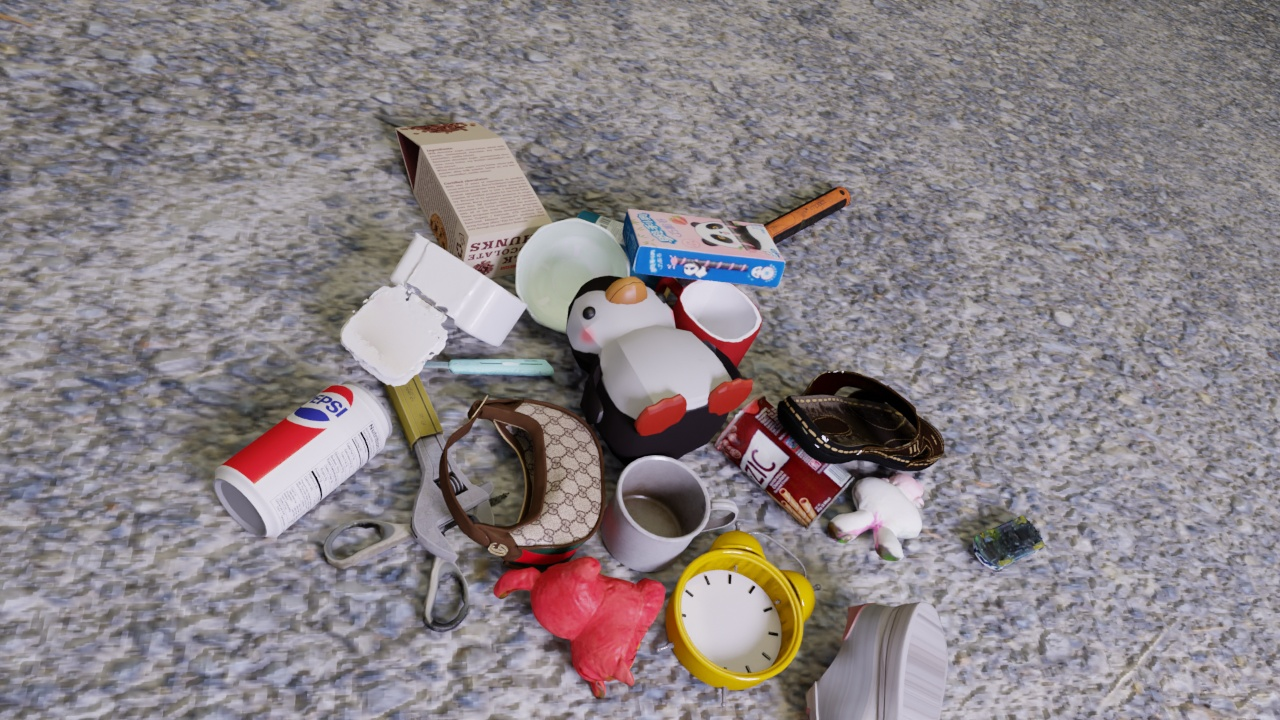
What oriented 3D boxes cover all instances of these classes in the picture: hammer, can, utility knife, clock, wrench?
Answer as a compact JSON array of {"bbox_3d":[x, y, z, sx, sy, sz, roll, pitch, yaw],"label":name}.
[{"bbox_3d":[0.170,-0.148,1.128,0.313,0.035,0.138,-30,68,-37],"label":"hammer"},{"bbox_3d":[-0.272,0.078,0.747,0.070,0.070,0.131,37,49,10],"label":"can"},{"bbox_3d":[-0.152,0.007,0.881,0.141,0.015,0.022,1,36,-27],"label":"utility knife"},{"bbox_3d":[0.087,0.213,0.791,0.113,0.052,0.151,37,54,11],"label":"clock"},{"bbox_3d":[-0.200,0.057,0.819,0.083,0.018,0.273,-9,54,-37],"label":"wrench"}]

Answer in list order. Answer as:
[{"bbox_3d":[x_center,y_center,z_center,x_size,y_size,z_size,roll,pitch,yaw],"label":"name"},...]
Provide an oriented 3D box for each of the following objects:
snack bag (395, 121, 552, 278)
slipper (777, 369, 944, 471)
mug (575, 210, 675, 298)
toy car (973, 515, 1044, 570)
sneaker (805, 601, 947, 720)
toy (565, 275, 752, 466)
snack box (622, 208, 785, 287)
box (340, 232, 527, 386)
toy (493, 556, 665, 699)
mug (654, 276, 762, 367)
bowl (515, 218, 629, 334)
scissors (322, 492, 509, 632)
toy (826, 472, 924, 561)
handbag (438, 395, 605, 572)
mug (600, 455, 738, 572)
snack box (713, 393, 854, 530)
[{"bbox_3d":[-0.187,-0.190,1.000,0.094,0.070,0.206,-14,59,-30],"label":"snack bag"},{"bbox_3d":[0.233,0.057,0.907,0.267,0.076,0.113,9,36,-48],"label":"slipper"},{"bbox_3d":[-0.019,-0.115,1.004,0.121,0.078,0.078,23,48,4],"label":"mug"},{"bbox_3d":[0.373,0.188,0.935,0.089,0.027,0.038,-12,61,-30],"label":"toy car"},{"bbox_3d":[0.174,0.305,0.737,0.099,0.090,0.235,39,61,-34],"label":"sneaker"},{"bbox_3d":[-0.005,0.005,0.866,0.158,0.140,0.184,-14,56,-29],"label":"toy"},{"bbox_3d":[0.062,-0.116,0.941,0.154,0.033,0.087,4,33,-13],"label":"snack box"},{"bbox_3d":[-0.197,-0.036,0.851,0.107,0.151,0.132,30,89,12],"label":"box"},{"bbox_3d":[-0.054,0.205,0.725,0.133,0.088,0.093,19,59,-5],"label":"toy"},{"bbox_3d":[0.055,-0.032,0.946,0.080,0.097,0.116,-30,68,-37],"label":"mug"},{"bbox_3d":[-0.071,-0.085,0.951,0.117,0.061,0.117,0,91,-7],"label":"bowl"},{"bbox_3d":[-0.177,0.152,0.763,0.170,0.013,0.157,-9,55,-28],"label":"scissors"},{"bbox_3d":[0.242,0.152,0.909,0.079,0.038,0.122,33,47,24],"label":"toy"},{"bbox_3d":[-0.103,0.097,0.792,0.138,0.063,0.166,18,44,-23],"label":"handbag"},{"bbox_3d":[0.025,0.139,0.812,0.113,0.071,0.084,11,50,-13],"label":"mug"},{"bbox_3d":[0.139,0.098,0.890,0.121,0.072,0.072,43,50,14],"label":"snack box"}]
